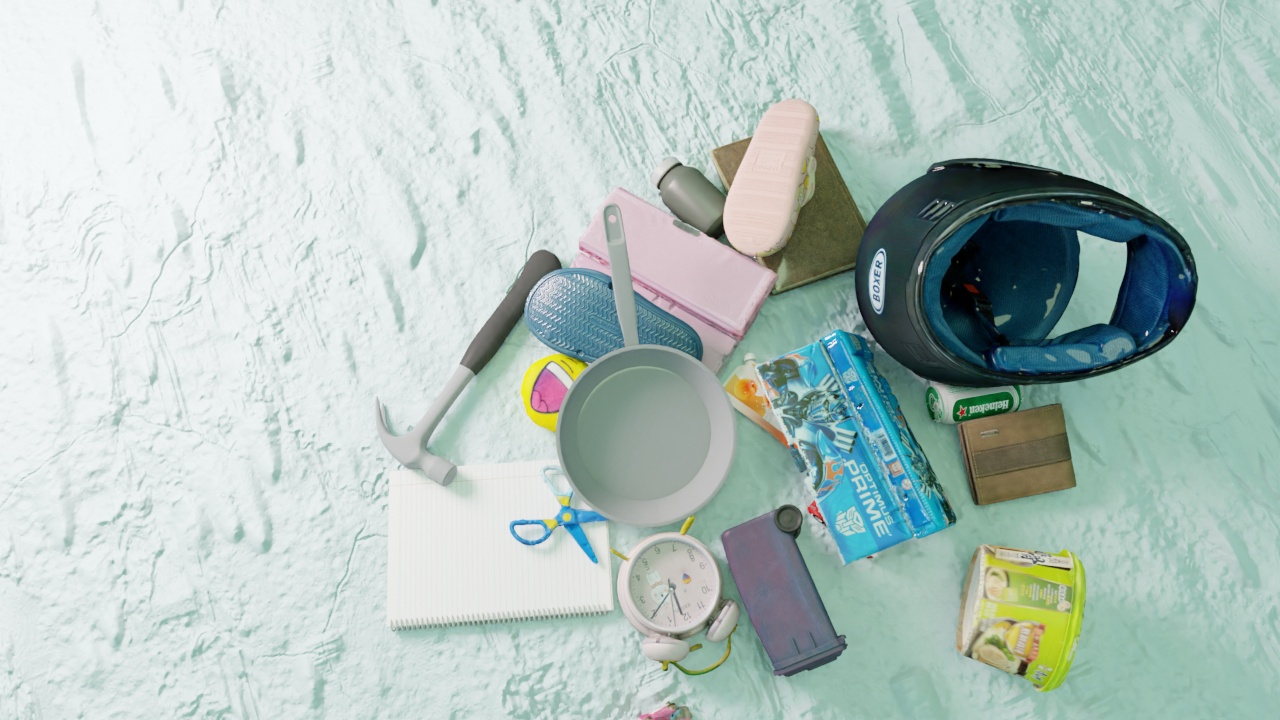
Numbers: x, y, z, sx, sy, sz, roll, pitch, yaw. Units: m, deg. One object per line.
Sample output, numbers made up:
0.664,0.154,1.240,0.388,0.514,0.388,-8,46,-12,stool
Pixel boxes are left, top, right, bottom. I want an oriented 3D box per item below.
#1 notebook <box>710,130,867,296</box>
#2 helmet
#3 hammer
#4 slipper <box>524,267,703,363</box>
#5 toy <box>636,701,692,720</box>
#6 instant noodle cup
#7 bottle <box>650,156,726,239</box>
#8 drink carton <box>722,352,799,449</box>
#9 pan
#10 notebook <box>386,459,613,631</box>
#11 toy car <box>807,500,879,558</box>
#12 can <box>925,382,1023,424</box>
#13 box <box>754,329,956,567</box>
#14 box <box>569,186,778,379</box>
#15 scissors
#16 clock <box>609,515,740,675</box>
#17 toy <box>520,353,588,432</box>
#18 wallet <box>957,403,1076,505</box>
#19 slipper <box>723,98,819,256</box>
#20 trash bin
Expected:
0.211,-0.199,1.152,0.190,0.034,0.215,-18,73,-8,notebook
0.395,-0.097,1.011,0.316,0.235,0.249,-1,102,0,helmet
-0.194,-0.009,1.085,0.125,0.029,0.310,29,72,13,hammer
-0.028,-0.041,1.063,0.213,0.059,0.104,22,100,-4,slipper
0.005,0.390,0.946,0.050,0.065,0.102,30,74,42,toy
0.389,0.258,0.950,0.098,0.146,0.146,13,71,15,instant noodle cup
0.065,-0.201,1.137,0.060,0.060,0.108,-40,77,-13,bottle
0.155,0.048,1.073,0.122,0.039,0.069,36,75,17,drink carton
-0.006,0.006,1.018,0.200,0.051,0.356,-9,91,-5,pan
-0.158,0.203,1.026,0.245,0.013,0.177,-4,70,-2,notebook
0.234,0.181,1.030,0.089,0.025,0.038,39,75,11,toy car
0.388,0.043,1.063,0.101,0.053,0.053,-10,72,-4,can
0.249,0.084,1.011,0.169,0.071,0.243,-12,70,-33,box
0.023,-0.083,1.095,0.233,0.039,0.179,29,85,9,box
-0.084,0.169,1.028,0.125,0.015,0.127,-1,72,-5,scissors
0.040,0.258,0.985,0.116,0.059,0.158,-22,74,-7,clock
-0.092,0.037,1.066,0.094,0.041,0.095,-37,79,-8,toy
0.429,0.107,1.044,0.121,0.027,0.098,-11,90,-1,wallet
0.165,-0.211,1.096,0.093,0.081,0.197,11,81,36,slipper
0.154,0.246,0.973,0.092,0.094,0.160,-23,72,2,trash bin
